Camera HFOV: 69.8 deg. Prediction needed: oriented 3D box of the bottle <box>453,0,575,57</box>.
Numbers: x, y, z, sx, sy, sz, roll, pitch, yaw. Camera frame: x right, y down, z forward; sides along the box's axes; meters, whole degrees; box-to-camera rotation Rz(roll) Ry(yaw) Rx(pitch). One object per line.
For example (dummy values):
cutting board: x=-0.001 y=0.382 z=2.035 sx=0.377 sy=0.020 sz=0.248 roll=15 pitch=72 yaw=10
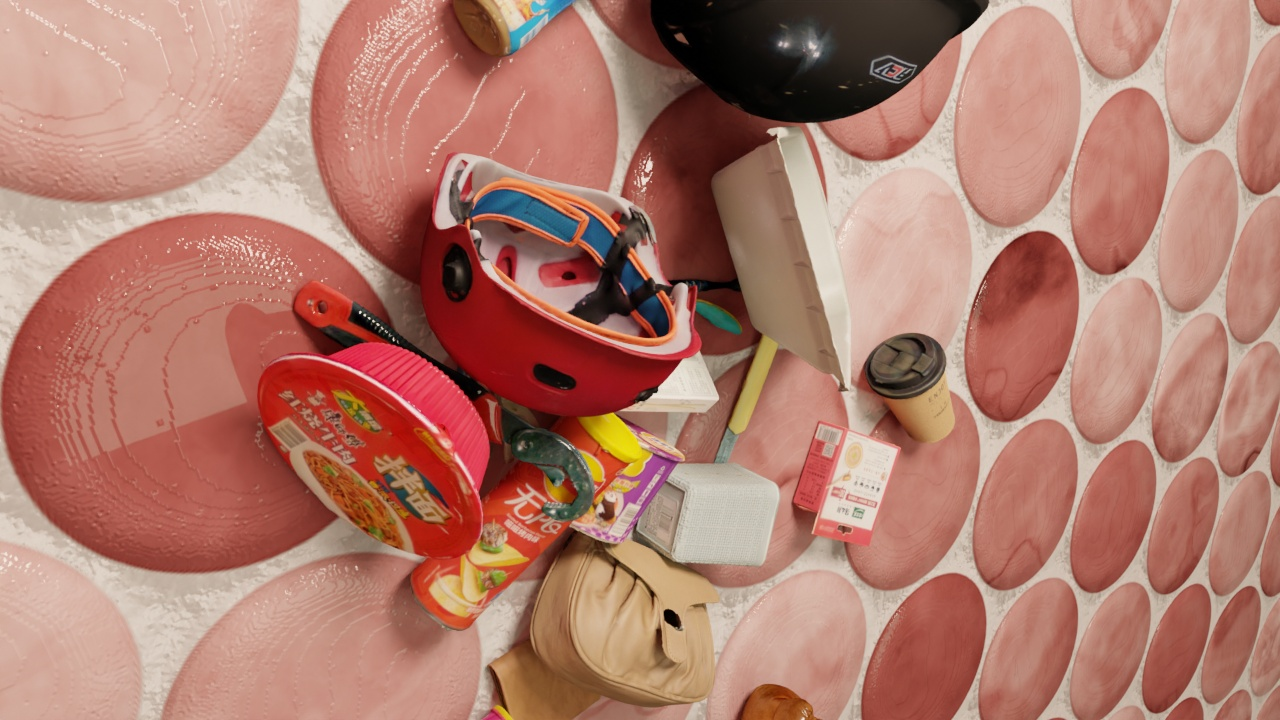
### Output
bottle: x=-0.051 y=-0.327 z=0.730 sx=0.218 sy=0.065 sz=0.065 roll=-45 pitch=124 yaw=-19

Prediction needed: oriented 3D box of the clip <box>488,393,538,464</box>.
clip: x=-0.122 y=0.045 z=0.802 sx=0.034 sy=0.092 sz=0.103 roll=-8 pitch=71 yaw=-34

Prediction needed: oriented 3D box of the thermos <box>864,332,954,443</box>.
thermos: x=0.328 y=0.035 z=1.092 sx=0.093 sy=0.093 sz=0.143 roll=-51 pitch=132 yaw=-15

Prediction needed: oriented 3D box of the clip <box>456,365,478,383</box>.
clip: x=-0.152 y=0.031 z=0.774 sx=0.038 sy=0.026 sz=0.058 roll=10 pitch=103 yaw=-26

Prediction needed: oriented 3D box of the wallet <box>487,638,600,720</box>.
wallet: x=-0.090 y=0.314 z=0.895 sx=0.101 sy=0.020 sz=0.115 roll=-26 pitch=119 yaw=-30

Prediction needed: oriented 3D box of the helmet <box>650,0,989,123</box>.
helmet: x=0.138 y=-0.308 z=0.753 sx=0.233 sy=0.274 sz=0.231 roll=2 pitch=128 yaw=-46

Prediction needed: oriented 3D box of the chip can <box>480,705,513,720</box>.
chip can: x=-0.193 y=0.399 z=0.806 sx=0.210 sy=0.071 sz=0.071 roll=-32 pitch=118 yaw=-26

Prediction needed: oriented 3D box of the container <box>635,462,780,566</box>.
container: x=0.064 y=0.153 z=0.924 sx=0.111 sy=0.090 sz=0.090 roll=8 pitch=98 yaw=-33

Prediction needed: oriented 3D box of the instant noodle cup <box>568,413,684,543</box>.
instant noodle cup: x=-0.031 y=0.104 z=0.836 sx=0.111 sy=0.111 sz=0.099 roll=25 pitch=95 yaw=-38

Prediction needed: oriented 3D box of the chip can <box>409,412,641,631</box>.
chip can: x=-0.097 y=0.127 z=0.759 sx=0.217 sy=0.073 sz=0.073 roll=-45 pitch=127 yaw=10

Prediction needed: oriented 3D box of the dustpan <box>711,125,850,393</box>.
dustpan: x=0.168 y=-0.117 z=0.857 sx=0.142 sy=0.258 sz=0.223 roll=-21 pitch=103 yaw=-11

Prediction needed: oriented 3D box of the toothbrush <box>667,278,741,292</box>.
toothbrush: x=0.045 y=-0.073 z=0.898 sx=0.189 sy=0.016 sz=0.014 roll=-4 pitch=98 yaw=-35

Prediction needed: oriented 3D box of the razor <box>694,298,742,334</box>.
razor: x=0.055 y=-0.047 z=0.903 sx=0.132 sy=0.043 sz=0.028 roll=14 pitch=61 yaw=-41

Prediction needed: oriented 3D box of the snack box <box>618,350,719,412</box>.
snack box: x=-0.005 y=0.005 z=0.842 sx=0.156 sy=0.084 sz=0.027 roll=3 pitch=144 yaw=-36

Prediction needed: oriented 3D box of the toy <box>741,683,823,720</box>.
toy: x=0.136 y=0.475 z=1.045 sx=0.199 sy=0.130 sz=0.140 roll=-46 pitch=130 yaw=-7

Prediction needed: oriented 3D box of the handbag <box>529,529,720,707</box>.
handbag: x=-0.002 y=0.247 z=0.877 sx=0.204 sy=0.100 sz=0.147 roll=32 pitch=50 yaw=-38

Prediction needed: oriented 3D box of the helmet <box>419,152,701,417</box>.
helmet: x=-0.071 y=-0.035 z=0.702 sx=0.206 sy=0.240 sz=0.144 roll=9 pitch=127 yaw=-36

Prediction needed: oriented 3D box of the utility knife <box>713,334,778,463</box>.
utility knife: x=0.118 y=0.028 z=0.975 sx=0.031 sy=0.020 sz=0.196 roll=19 pitch=89 yaw=-34

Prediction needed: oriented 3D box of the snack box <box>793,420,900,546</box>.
snack box: x=0.240 y=0.145 z=1.079 sx=0.113 sy=0.044 sz=0.127 roll=20 pitch=88 yaw=-39

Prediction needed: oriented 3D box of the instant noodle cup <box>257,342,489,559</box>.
instant noodle cup: x=-0.183 y=0.056 z=0.671 sx=0.065 sy=0.194 sz=0.194 roll=-56 pitch=131 yaw=-43

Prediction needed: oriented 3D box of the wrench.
wrench: x=-0.144 y=0.028 z=0.697 sx=0.273 sy=0.016 sz=0.056 roll=38 pitch=101 yaw=-5
